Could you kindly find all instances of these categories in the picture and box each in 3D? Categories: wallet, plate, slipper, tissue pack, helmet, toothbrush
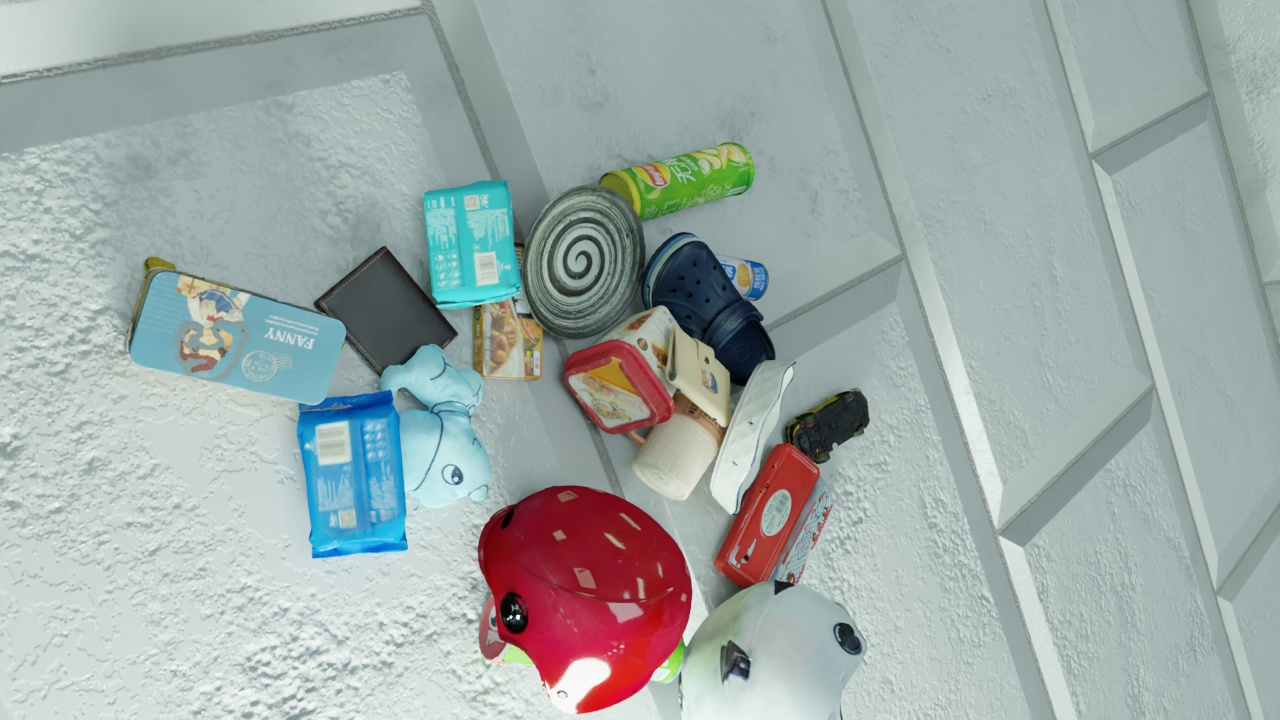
[{"bbox_3d":[-0.258,-0.042,0.942,0.096,0.020,0.122,-47,113,-25],"label":"wallet"},{"bbox_3d":[0.070,0.015,1.063,0.115,0.024,0.087,38,41,-40],"label":"wallet"},{"bbox_3d":[-0.066,-0.112,1.047,0.179,0.024,0.180,-16,115,-37],"label":"plate"},{"bbox_3d":[0.093,-0.044,1.127,0.105,0.095,0.253,-43,129,-2],"label":"slipper"},{"bbox_3d":[-0.177,-0.124,0.967,0.093,0.050,0.133,-7,87,-1],"label":"tissue pack"},{"bbox_3d":[-0.274,0.110,0.880,0.095,0.052,0.157,-6,88,-13],"label":"tissue pack"},{"bbox_3d":[-0.043,0.216,0.939,0.240,0.144,0.206,52,35,12],"label":"helmet"},{"bbox_3d":[-0.367,-0.051,0.863,0.190,0.017,0.015,28,70,-31],"label":"toothbrush"},{"bbox_3d":[0.137,0.090,1.132,0.045,0.205,0.204,22,65,12],"label":"plate"},{"bbox_3d":[0.132,0.354,1.071,0.146,0.230,0.257,38,41,-9],"label":"helmet"}]

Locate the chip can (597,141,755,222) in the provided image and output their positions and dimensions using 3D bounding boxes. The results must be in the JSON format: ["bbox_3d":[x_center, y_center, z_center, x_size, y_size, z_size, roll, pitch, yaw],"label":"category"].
[{"bbox_3d":[0.050,-0.224,1.157,0.220,0.073,0.072,-22,98,-36],"label":"chip can"}]

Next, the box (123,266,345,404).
[{"bbox_3d":[-0.358,-0.019,0.829,0.184,0.062,0.090,15,92,-32],"label":"box"}]

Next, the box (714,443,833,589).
[{"bbox_3d":[0.191,0.228,1.223,0.161,0.059,0.200,46,62,-27],"label":"box"}]

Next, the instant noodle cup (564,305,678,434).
[{"bbox_3d":[-0.006,0.006,1.072,0.116,0.117,0.123,54,45,-18],"label":"instant noodle cup"}]

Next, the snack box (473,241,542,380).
[{"bbox_3d":[-0.147,-0.056,1.020,0.075,0.026,0.153,3,82,-37],"label":"snack box"}]

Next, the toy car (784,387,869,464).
[{"bbox_3d":[0.268,0.092,1.299,0.155,0.041,0.071,-26,100,-34],"label":"toy car"}]

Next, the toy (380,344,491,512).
[{"bbox_3d":[-0.209,0.077,0.942,0.161,0.050,0.156,36,74,-21],"label":"toy"}]

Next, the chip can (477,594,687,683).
[{"bbox_3d":[-0.060,0.309,1.013,0.235,0.072,0.072,20,73,-33],"label":"chip can"}]

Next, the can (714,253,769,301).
[{"bbox_3d":[0.101,-0.111,1.192,0.134,0.053,0.053,6,81,-36],"label":"can"}]

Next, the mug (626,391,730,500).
[{"bbox_3d":[0.036,0.095,1.112,0.114,0.082,0.105,34,64,1],"label":"mug"}]
